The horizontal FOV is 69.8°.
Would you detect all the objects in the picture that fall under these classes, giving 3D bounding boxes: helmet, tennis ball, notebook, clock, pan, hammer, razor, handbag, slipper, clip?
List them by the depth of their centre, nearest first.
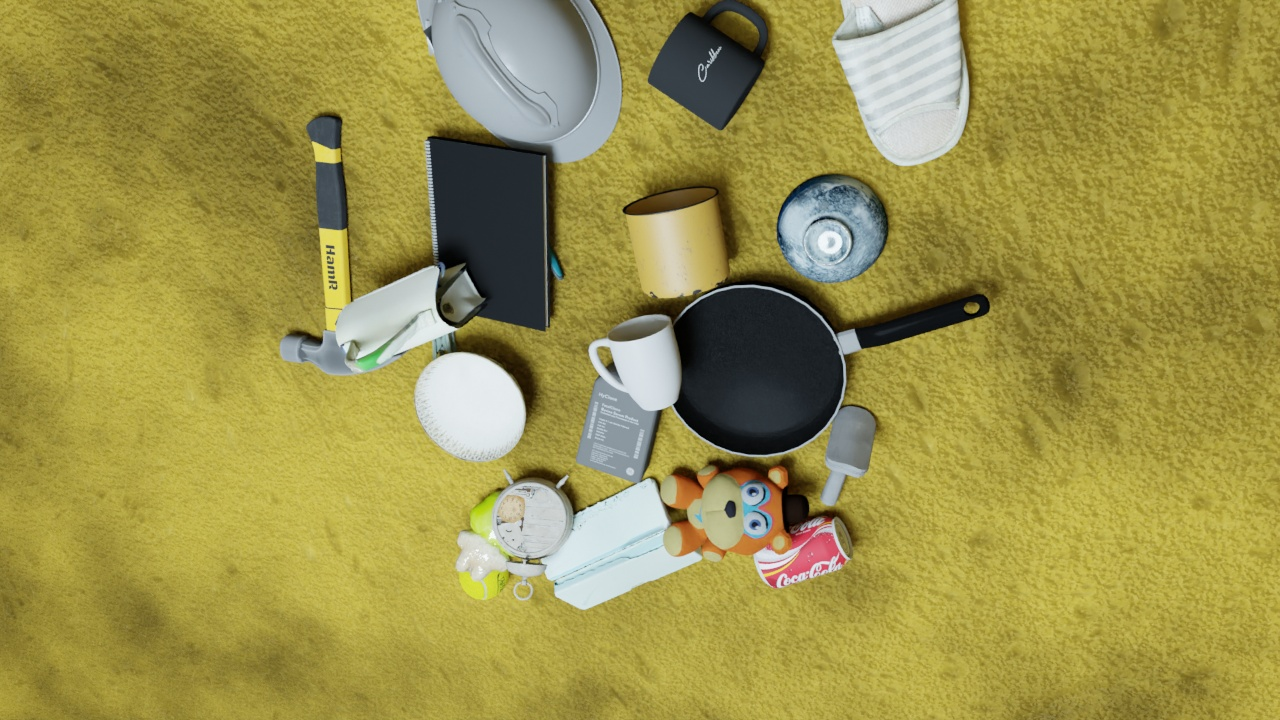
[{"bbox_3d":[0.234,-0.316,0.851,0.115,0.054,0.273,-14,107,16],"label":"slipper"},{"bbox_3d":[-0.140,-0.311,0.923,0.184,0.117,0.271,-32,104,25],"label":"helmet"},{"bbox_3d":[0.192,-0.013,0.993,0.356,0.044,0.204,-18,106,22],"label":"pan"},{"bbox_3d":[-0.272,-0.043,1.017,0.151,0.175,0.074,-18,110,24],"label":"handbag"},{"bbox_3d":[0.225,0.122,1.034,0.047,0.088,0.116,16,135,9],"label":"razor"},{"bbox_3d":[-0.173,-0.142,1.042,0.149,0.016,0.207,13,120,19],"label":"notebook"},{"bbox_3d":[-0.369,-0.132,1.119,0.170,0.034,0.325,8,113,12],"label":"hammer"},{"bbox_3d":[-0.243,-0.027,1.128,0.043,0.023,0.076,3,111,17],"label":"clip"},{"bbox_3d":[-0.138,0.218,1.141,0.103,0.061,0.156,6,81,-2],"label":"clock"},{"bbox_3d":[-0.209,0.285,1.225,0.065,0.065,0.065,6,114,14],"label":"tennis ball"}]

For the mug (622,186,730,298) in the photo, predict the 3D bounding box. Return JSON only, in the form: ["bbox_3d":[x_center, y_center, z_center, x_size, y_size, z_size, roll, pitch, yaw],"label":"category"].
[{"bbox_3d":[0.034,-0.125,0.971,0.124,0.100,0.094,20,128,54],"label":"mug"}]

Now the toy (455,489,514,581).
[{"bbox_3d":[-0.190,0.231,1.189,0.092,0.043,0.117,36,81,-1],"label":"toy"}]

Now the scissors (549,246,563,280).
[{"bbox_3d":[-0.136,-0.143,1.050,0.124,0.019,0.156,25,118,5],"label":"scissors"}]

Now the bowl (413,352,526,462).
[{"bbox_3d":[-0.197,0.047,1.123,0.145,0.063,0.145,6,113,15],"label":"bowl"}]

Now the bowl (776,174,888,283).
[{"bbox_3d":[0.192,-0.128,0.936,0.114,0.060,0.114,6,113,15],"label":"bowl"}]

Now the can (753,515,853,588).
[{"bbox_3d":[0.192,0.225,1.082,0.105,0.064,0.064,-25,103,24],"label":"can"}]

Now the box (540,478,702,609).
[{"bbox_3d":[-0.032,0.240,1.171,0.198,0.074,0.126,-29,84,23],"label":"box"}]

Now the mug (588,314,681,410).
[{"bbox_3d":[-0.006,0.006,1.005,0.107,0.071,0.089,-3,115,31],"label":"mug"}]

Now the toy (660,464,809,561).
[{"bbox_3d":[0.109,0.176,1.072,0.176,0.096,0.112,-7,76,14],"label":"toy"}]

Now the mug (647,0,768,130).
[{"bbox_3d":[0.075,-0.296,0.897,0.088,0.078,0.113,34,91,1],"label":"mug"}]

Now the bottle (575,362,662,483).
[{"bbox_3d":[-0.016,0.052,1.081,0.084,0.046,0.174,18,116,9],"label":"bottle"}]
